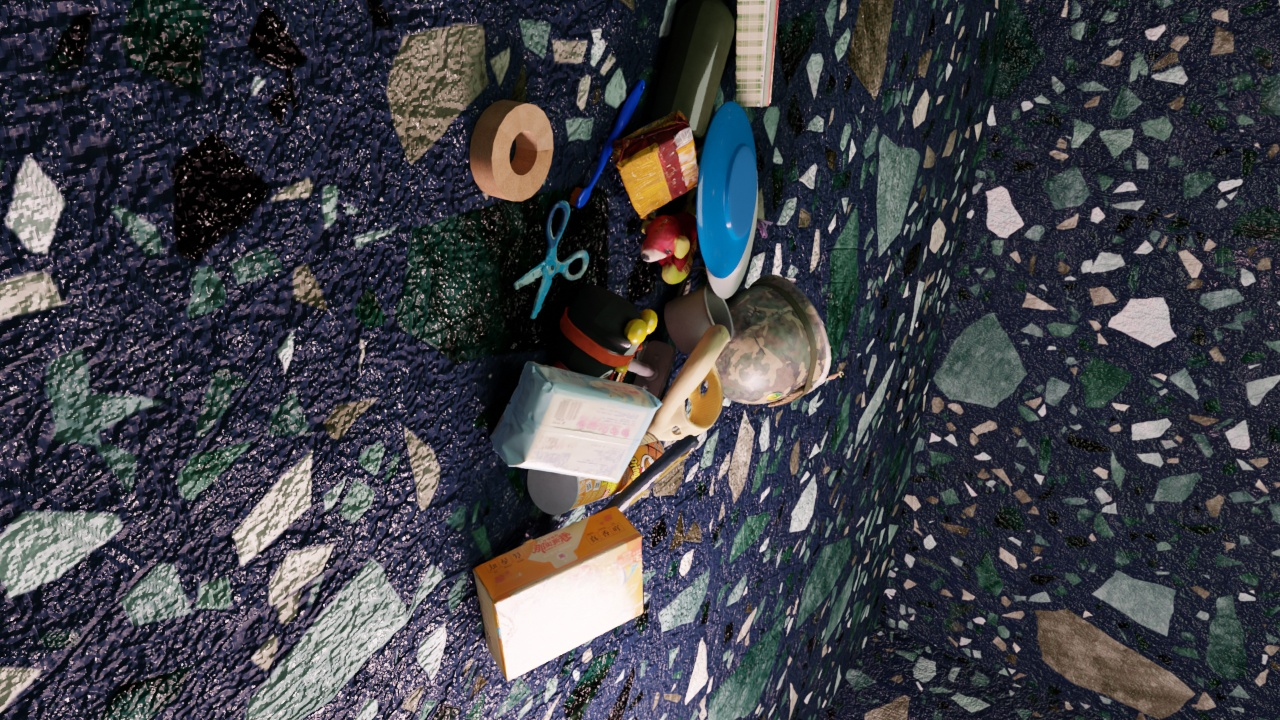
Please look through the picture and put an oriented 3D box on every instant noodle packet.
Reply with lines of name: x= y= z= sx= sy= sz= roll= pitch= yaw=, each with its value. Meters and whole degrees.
instant noodle packet: x=0.022 y=-0.230 z=1.078 sx=0.098 sy=0.039 sz=0.135 roll=-34 pitch=156 yaw=-1

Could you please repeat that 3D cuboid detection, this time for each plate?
plate: x=0.133 y=-0.206 z=1.269 sx=0.242 sy=0.016 sz=0.242 roll=8 pitch=90 yaw=-68
plate: x=0.122 y=-0.217 z=1.180 sx=0.224 sy=0.024 sz=0.224 roll=8 pitch=90 yaw=-67

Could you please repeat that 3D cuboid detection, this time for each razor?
razor: x=-0.007 y=0.007 z=1.223 sx=0.116 sy=0.047 sz=0.088 roll=22 pitch=87 yaw=-55

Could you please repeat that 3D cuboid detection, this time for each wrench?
wrench: x=-0.030 y=0.186 z=1.171 sx=0.274 sy=0.022 sz=0.073 roll=-43 pitch=154 yaw=14

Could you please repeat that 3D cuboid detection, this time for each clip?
clip: x=0.200 y=-0.214 z=1.489 sx=0.050 sy=0.014 sz=0.046 roll=-32 pitch=136 yaw=-55

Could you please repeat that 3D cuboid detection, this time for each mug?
mug: x=0.077 y=-0.070 z=1.277 sx=0.084 sy=0.071 sz=0.113 roll=3 pitch=69 yaw=-64

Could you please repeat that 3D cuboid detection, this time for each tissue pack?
tissue pack: x=-0.070 y=0.071 z=1.034 sx=0.181 sy=0.070 sz=0.112 roll=14 pitch=108 yaw=-38

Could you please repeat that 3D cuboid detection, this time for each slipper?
slipper: x=0.079 y=0.045 z=1.255 sx=0.111 sy=0.079 sz=0.262 roll=-59 pitch=178 yaw=-34

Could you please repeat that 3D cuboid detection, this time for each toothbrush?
toothbrush: x=-0.036 y=-0.248 z=1.042 sx=0.182 sy=0.018 sz=0.016 roll=-65 pitch=152 yaw=-18

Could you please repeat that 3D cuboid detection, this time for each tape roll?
tape roll: x=-0.124 y=-0.204 z=0.891 sx=0.093 sy=0.027 sz=0.094 roll=-38 pitch=138 yaw=-46

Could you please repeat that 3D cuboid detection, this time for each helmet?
helmet: x=0.197 y=-0.028 z=1.398 sx=0.235 sy=0.192 sz=0.225 roll=-26 pitch=161 yaw=-21

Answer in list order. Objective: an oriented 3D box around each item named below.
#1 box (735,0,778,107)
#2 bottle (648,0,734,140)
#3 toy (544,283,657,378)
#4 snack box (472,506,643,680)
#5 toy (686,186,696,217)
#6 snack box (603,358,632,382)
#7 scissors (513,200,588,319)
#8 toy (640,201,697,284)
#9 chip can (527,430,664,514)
box: x=0.142 y=-0.425 z=1.138 sx=0.206 sy=0.050 sz=0.117 roll=84 pitch=9 yaw=-57
bottle: x=0.069 y=-0.372 z=1.094 sx=0.071 sy=0.071 sz=0.207 roll=6 pitch=101 yaw=-62
toy: x=-0.052 y=-0.024 z=1.065 sx=0.119 sy=0.099 sz=0.097 roll=-55 pitch=177 yaw=18
snack box: x=-0.099 y=0.276 z=1.120 sx=0.195 sy=0.080 sz=0.145 roll=-20 pitch=130 yaw=-24
toy: x=0.094 y=-0.225 z=1.257 sx=0.115 sy=0.046 sz=0.092 roll=32 pitch=70 yaw=-70
snack box: x=-0.057 y=0.032 z=1.130 sx=0.140 sy=0.051 sz=0.031 roll=-67 pitch=152 yaw=-9
scissors: x=-0.097 y=-0.116 z=1.014 sx=0.133 sy=0.012 sz=0.134 roll=-36 pitch=136 yaw=-46
toy: x=0.045 y=-0.156 z=1.196 sx=0.137 sy=0.067 sz=0.105 roll=21 pitch=84 yaw=-70
chip can: x=-0.051 y=0.140 z=1.180 sx=0.214 sy=0.075 sz=0.075 roll=-7 pitch=112 yaw=-60
